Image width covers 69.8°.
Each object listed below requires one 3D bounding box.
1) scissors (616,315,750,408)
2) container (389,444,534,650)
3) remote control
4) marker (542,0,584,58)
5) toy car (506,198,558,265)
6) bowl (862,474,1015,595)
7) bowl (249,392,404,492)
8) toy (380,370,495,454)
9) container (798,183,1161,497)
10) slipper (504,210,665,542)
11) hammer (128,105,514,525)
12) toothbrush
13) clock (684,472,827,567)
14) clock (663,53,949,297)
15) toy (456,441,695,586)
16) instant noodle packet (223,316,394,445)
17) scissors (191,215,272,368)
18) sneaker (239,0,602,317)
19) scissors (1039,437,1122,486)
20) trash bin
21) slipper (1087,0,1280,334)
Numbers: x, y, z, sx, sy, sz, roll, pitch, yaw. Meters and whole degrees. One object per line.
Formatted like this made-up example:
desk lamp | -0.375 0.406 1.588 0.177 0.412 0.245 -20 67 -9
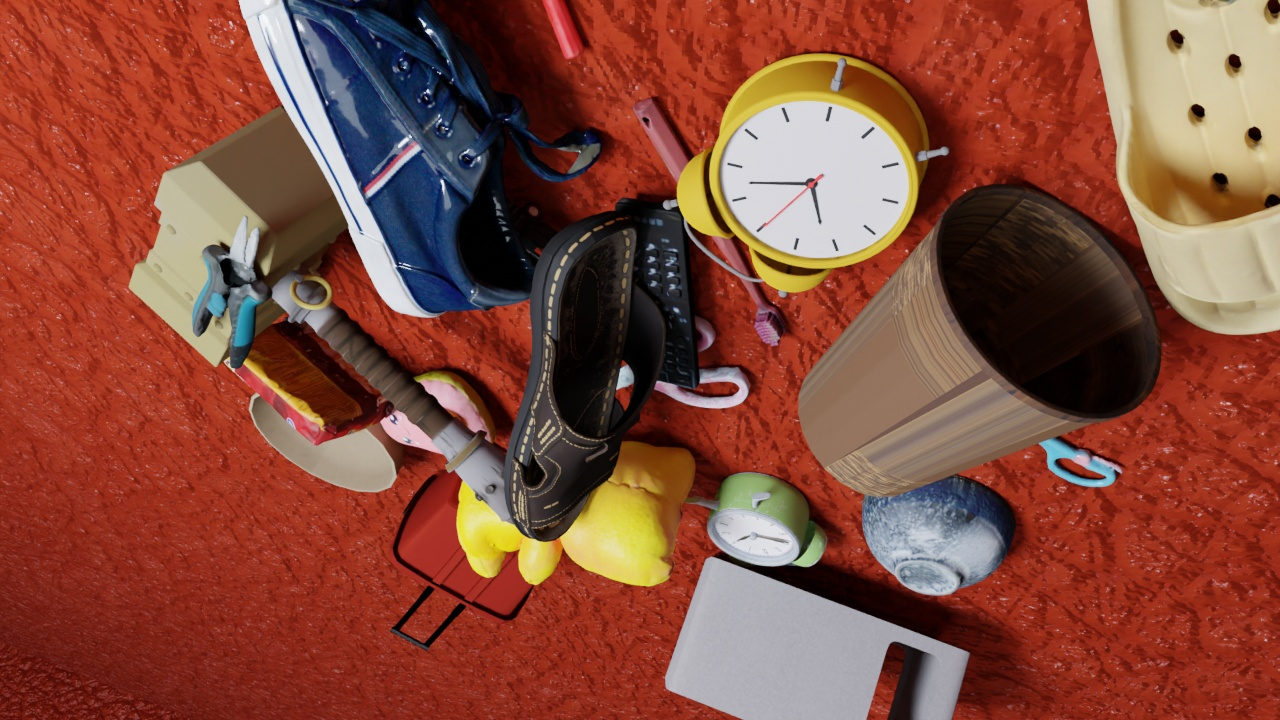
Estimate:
scissors | 0.005 0.021 0.709 0.179 0.016 0.103 -24 120 42
container | -0.166 0.184 0.898 0.148 0.126 0.201 32 131 -12
remote control | 0.015 -0.044 0.613 0.047 0.022 0.150 13 136 21
marker | -0.059 -0.220 0.465 0.013 0.012 0.142 1 136 27
toy car | -0.066 -0.070 0.622 0.092 0.037 0.040 36 140 -14
bowl | 0.224 0.142 0.701 0.114 0.060 0.115 14 140 11
bowl | -0.291 0.060 0.880 0.152 0.050 0.153 15 141 12
toy | -0.183 0.050 0.810 0.110 0.051 0.090 -3 129 33
container | 0.173 0.004 0.520 0.132 0.131 0.168 29 147 -6
slipper | -0.033 0.027 0.605 0.076 0.112 0.268 35 133 26
hammer | -0.198 0.001 0.673 0.325 0.100 0.191 45 138 -9
toothbrush | 0.046 -0.079 0.570 0.016 0.016 0.190 -9 131 35
clock | 0.103 0.139 0.773 0.095 0.042 0.119 -7 132 35
clock | 0.086 -0.096 0.503 0.113 0.051 0.152 35 137 -14
toy | -0.057 0.111 0.752 0.194 0.134 0.087 0 139 20
instant noodle packet | -0.277 0.013 0.762 0.135 0.098 0.040 38 112 10
scissors | -0.268 -0.044 0.590 0.142 0.019 0.127 4 128 30
sneaker | -0.109 -0.149 0.498 0.127 0.120 0.295 5 131 22
scissors | 0.272 0.038 0.594 0.135 0.015 0.134 26 141 -11
trash bin | 0.149 0.270 0.812 0.229 0.114 0.114 19 168 6
slipper | 0.265 -0.093 0.394 0.112 0.079 0.261 -14 128 34
